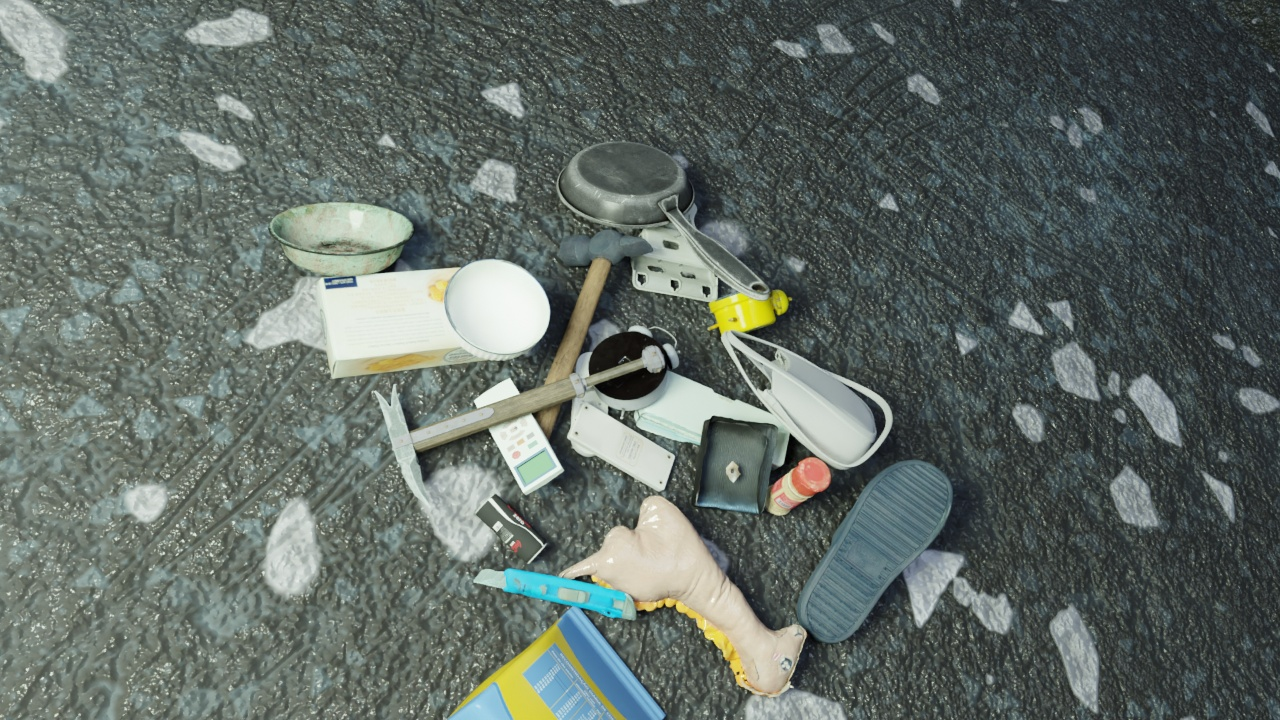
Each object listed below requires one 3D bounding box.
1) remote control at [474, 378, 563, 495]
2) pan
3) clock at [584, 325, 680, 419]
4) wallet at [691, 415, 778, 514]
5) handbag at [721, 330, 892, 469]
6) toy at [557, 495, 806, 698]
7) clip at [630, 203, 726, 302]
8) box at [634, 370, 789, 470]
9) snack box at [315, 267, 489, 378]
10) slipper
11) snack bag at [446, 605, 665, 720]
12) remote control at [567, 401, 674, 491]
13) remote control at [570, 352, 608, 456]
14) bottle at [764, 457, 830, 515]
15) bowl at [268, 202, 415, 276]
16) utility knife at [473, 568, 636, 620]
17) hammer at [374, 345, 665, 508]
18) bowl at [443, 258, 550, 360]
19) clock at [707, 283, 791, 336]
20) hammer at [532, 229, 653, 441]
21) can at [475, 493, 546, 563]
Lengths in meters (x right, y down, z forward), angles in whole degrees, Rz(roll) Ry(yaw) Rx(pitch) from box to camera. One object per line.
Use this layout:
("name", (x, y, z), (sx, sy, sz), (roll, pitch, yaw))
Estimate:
("remote control", (-0.137, 0.084, 1.030), (0.049, 0.024, 0.143), (-33, 58, -3))
("pan", (0.037, -0.190, 1.195), (0.186, 0.055, 0.357), (-29, 53, -33))
("clock", (-0.007, 0.006, 1.108), (0.094, 0.035, 0.122), (35, 67, 23))
("wallet", (0.112, 0.126, 1.111), (0.089, 0.026, 0.115), (9, 93, -12))
("handbag", (0.194, 0.032, 1.140), (0.222, 0.096, 0.215), (38, 17, 0))
("toy", (0.055, 0.283, 1.024), (0.196, 0.065, 0.264), (-34, 89, -14))
("clip", (0.055, -0.161, 1.238), (0.126, 0.097, 0.152), (10, 71, -21))
("box", (0.091, 0.077, 1.147), (0.199, 0.066, 0.082), (21, 39, -13))
("snack box", (-0.257, -0.046, 1.056), (0.207, 0.058, 0.104), (-8, 68, -26))
("slipper", (0.279, 0.231, 1.133), (0.101, 0.083, 0.263), (40, 75, 5))
("snack bag", (-0.075, 0.354, 0.909), (0.159, 0.103, 0.204), (50, 36, 7))
("remote control", (-0.022, 0.103, 1.093), (0.135, 0.011, 0.050), (32, 56, -17))
("remote control", (-0.061, 0.052, 1.114), (0.043, 0.013, 0.136), (11, 61, -18))
("bottle", (0.187, 0.154, 1.109), (0.044, 0.109, 0.044), (8, 62, -16))
("bowl", (-0.338, -0.135, 1.045), (0.157, 0.039, 0.157), (6, 29, -3))
("utility knife", (-0.090, 0.248, 0.982), (0.178, 0.015, 0.031), (11, 81, -2))
("hammer", (-0.119, 0.049, 1.015), (0.316, 0.028, 0.147), (-19, 63, -11))
("bowl", (-0.165, -0.048, 1.023), (0.118, 0.062, 0.118), (10, 62, -19))
("clock", (0.147, -0.069, 1.223), (0.118, 0.083, 0.057), (-17, 87, -31))
("hammer", (-0.082, -0.020, 1.103), (0.040, 0.129, 0.321), (44, 57, -45))
("can", (-0.141, 0.183, 1.000), (0.080, 0.032, 0.031), (43, 56, 3))
